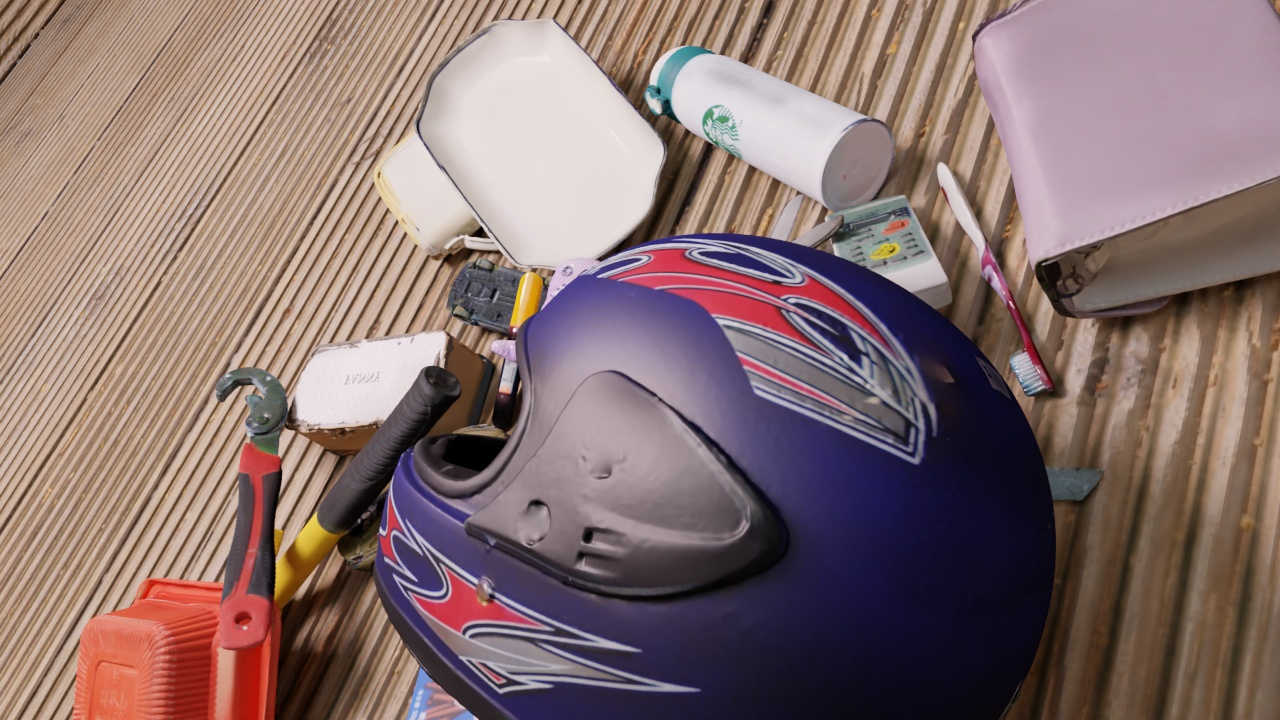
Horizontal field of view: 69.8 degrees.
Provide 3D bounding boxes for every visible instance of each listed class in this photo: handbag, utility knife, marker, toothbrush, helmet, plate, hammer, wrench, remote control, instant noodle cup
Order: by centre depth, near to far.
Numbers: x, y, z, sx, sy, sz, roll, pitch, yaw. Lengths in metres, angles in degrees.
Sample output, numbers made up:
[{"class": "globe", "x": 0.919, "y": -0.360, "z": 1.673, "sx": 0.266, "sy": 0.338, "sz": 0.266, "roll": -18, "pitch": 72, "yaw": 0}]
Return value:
[{"class": "helmet", "x": 0.031, "y": 0.058, "z": 0.440, "sx": 0.316, "sy": 0.247, "sz": 0.240, "roll": 23, "pitch": 93, "yaw": 33}, {"class": "handbag", "x": 0.276, "y": -0.132, "z": 0.509, "sx": 0.145, "sy": 0.098, "sz": 0.196, "roll": -16, "pitch": 54, "yaw": 23}, {"class": "utility knife", "x": 0.151, "y": 0.061, "z": 0.522, "sx": 0.203, "sy": 0.015, "sz": 0.033, "roll": 0, "pitch": 64, "yaw": 34}, {"class": "toothbrush", "x": 0.210, "y": -0.055, "z": 0.561, "sx": 0.017, "sy": 0.016, "sz": 0.187, "roll": -31, "pitch": 48, "yaw": 27}, {"class": "remote control", "x": 0.149, "y": -0.065, "z": 0.565, "sx": 0.056, "sy": 0.019, "sz": 0.134, "roll": -14, "pitch": 29, "yaw": 13}, {"class": "instant noodle cup", "x": -0.340, "y": 0.243, "z": 0.658, "sx": 0.189, "sy": 0.079, "sz": 0.164, "roll": -7, "pitch": 79, "yaw": 33}, {"class": "hammer", "x": -0.226, "y": 0.115, "z": 0.675, "sx": 0.301, "sy": 0.032, "sz": 0.128, "roll": -47, "pitch": 46, "yaw": 23}, {"class": "wrench", "x": -0.294, "y": 0.098, "z": 0.695, "sx": 0.056, "sy": 0.016, "sz": 0.273, "roll": -9, "pitch": 44, "yaw": -15}, {"class": "marker", "x": -0.096, "y": -0.007, "z": 0.711, "sx": 0.018, "sy": 0.015, "sz": 0.124, "roll": 12, "pitch": 89, "yaw": 14}, {"class": "plate", "x": -0.086, "y": -0.184, "z": 0.784, "sx": 0.162, "sy": 0.034, "sz": 0.265, "roll": -39, "pitch": 66, "yaw": 1}, {"class": "handbag", "x": -0.142, "y": -0.159, "z": 0.847, "sx": 0.163, "sy": 0.063, "sz": 0.178, "roll": -39, "pitch": 62, "yaw": 6}]

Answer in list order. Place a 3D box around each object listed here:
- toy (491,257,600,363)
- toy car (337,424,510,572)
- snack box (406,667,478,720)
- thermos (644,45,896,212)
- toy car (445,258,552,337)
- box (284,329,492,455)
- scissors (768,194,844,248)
[{"class": "toy", "x": -0.053, "y": -0.031, "z": 0.697, "sx": 0.084, "sy": 0.039, "sz": 0.108, "roll": 27, "pitch": 76, "yaw": 2}, {"class": "toy car", "x": -0.162, "y": 0.102, "z": 0.692, "sx": 0.158, "sy": 0.042, "sz": 0.070, "roll": -33, "pitch": 48, "yaw": 8}, {"class": "snack box", "x": -0.077, "y": 0.212, "z": 0.569, "sx": 0.157, "sy": 0.026, "sz": 0.084, "roll": -8, "pitch": 56, "yaw": 30}, {"class": "thermos", "x": 0.085, "y": -0.182, "z": 0.692, "sx": 0.073, "sy": 0.073, "sz": 0.224, "roll": -47, "pitch": 46, "yaw": -1}, {"class": "toy car", "x": -0.105, "y": -0.047, "z": 0.754, "sx": 0.121, "sy": 0.037, "sz": 0.054, "roll": 15, "pitch": 75, "yaw": 29}, {"class": "box", "x": -0.205, "y": 0.028, "z": 0.757, "sx": 0.185, "sy": 0.061, "sz": 0.089, "roll": -2, "pitch": 61, "yaw": 31}, {"class": "scissors", "x": 0.063, "y": -0.031, "z": 0.605, "sx": 0.171, "sy": 0.019, "sz": 0.177, "roll": -28, "pitch": 37, "yaw": 35}]
